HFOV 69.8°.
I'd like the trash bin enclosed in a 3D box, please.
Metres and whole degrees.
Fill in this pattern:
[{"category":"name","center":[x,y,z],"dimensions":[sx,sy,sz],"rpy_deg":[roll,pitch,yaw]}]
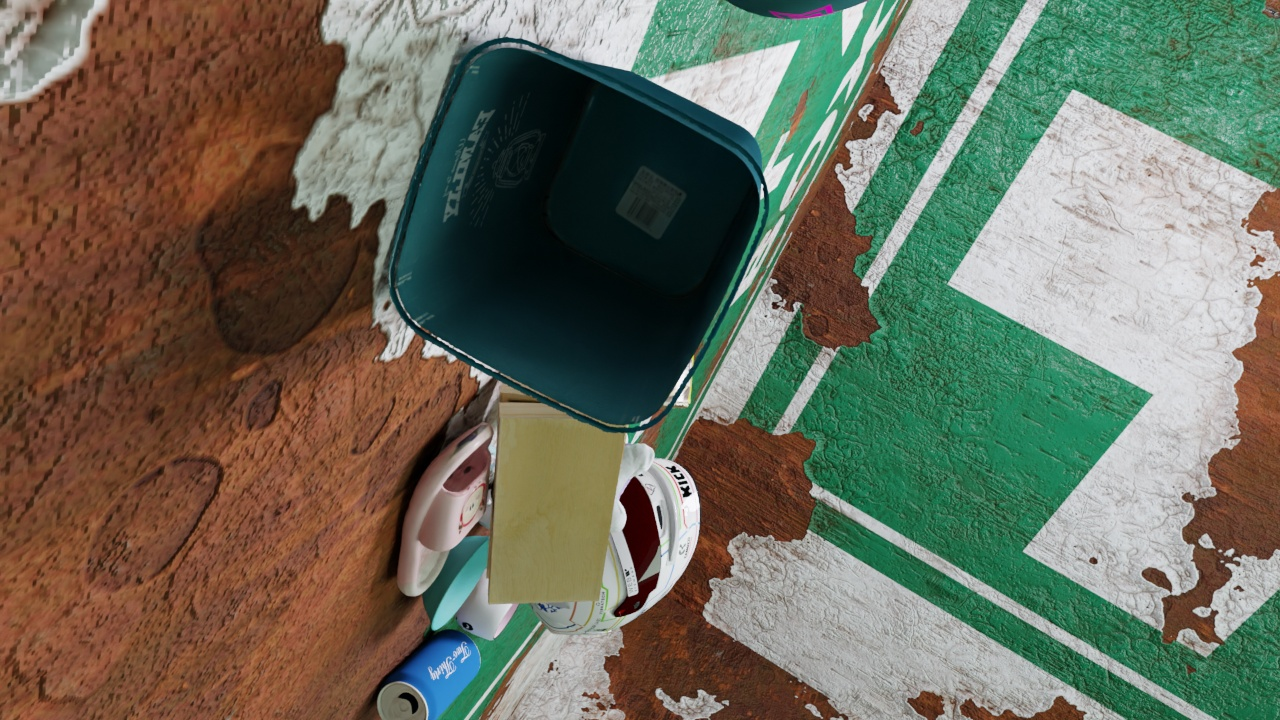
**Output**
[{"category":"trash bin","center":[-0.019,-0.100,0.625],"dimensions":[0.197,0.199,0.218],"rpy_deg":[-63,177,24]}]

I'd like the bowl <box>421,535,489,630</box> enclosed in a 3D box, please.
[{"category":"bowl","center":[-0.215,0.237,1.030],"dimensions":[0.121,0.046,0.121],"rpy_deg":[-57,171,-15]}]

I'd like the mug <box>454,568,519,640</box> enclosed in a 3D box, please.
[{"category":"mug","center":[-0.212,0.334,1.259],"dimensions":[0.090,0.076,0.124],"rpy_deg":[-55,170,-25]}]

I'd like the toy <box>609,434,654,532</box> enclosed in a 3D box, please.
[{"category":"toy","center":[-0.068,0.132,1.182],"dimensions":[0.209,0.085,0.138],"rpy_deg":[32,-80,62]}]

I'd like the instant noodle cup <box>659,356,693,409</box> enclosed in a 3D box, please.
[{"category":"instant noodle cup","center":[-0.006,0.006,1.013],"dimensions":[0.146,0.146,0.098],"rpy_deg":[30,58,-81]}]

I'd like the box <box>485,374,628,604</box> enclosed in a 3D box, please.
[{"category":"box","center":[-0.089,0.138,0.933],"dimensions":[0.091,0.128,0.250],"rpy_deg":[-89,-172,-57]}]

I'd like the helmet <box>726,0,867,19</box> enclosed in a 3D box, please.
[{"category":"helmet","center":[0.135,-0.346,0.612],"dimensions":[0.274,0.200,0.176],"rpy_deg":[-43,122,-16]}]

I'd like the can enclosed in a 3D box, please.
[{"category":"can","center":[-0.270,0.411,1.181],"dimensions":[0.079,0.079,0.146],"rpy_deg":[-62,170,16]}]

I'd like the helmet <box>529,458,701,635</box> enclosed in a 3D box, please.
[{"category":"helmet","center":[-0.067,0.286,1.403],"dimensions":[0.235,0.231,0.315],"rpy_deg":[-8,143,-32]}]

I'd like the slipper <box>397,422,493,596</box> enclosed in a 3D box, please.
[{"category":"slipper","center":[-0.185,0.147,0.888],"dimensions":[0.106,0.056,0.222],"rpy_deg":[-50,167,-55]}]

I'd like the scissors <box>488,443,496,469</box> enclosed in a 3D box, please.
[{"category":"scissors","center":[-0.154,0.114,1.035],"dimensions":[0.127,0.014,0.127],"rpy_deg":[-41,158,-43]}]

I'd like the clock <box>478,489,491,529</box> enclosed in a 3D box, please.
[{"category":"clock","center":[-0.141,0.196,1.099],"dimensions":[0.061,0.120,0.159],"rpy_deg":[-52,180,-14]}]
